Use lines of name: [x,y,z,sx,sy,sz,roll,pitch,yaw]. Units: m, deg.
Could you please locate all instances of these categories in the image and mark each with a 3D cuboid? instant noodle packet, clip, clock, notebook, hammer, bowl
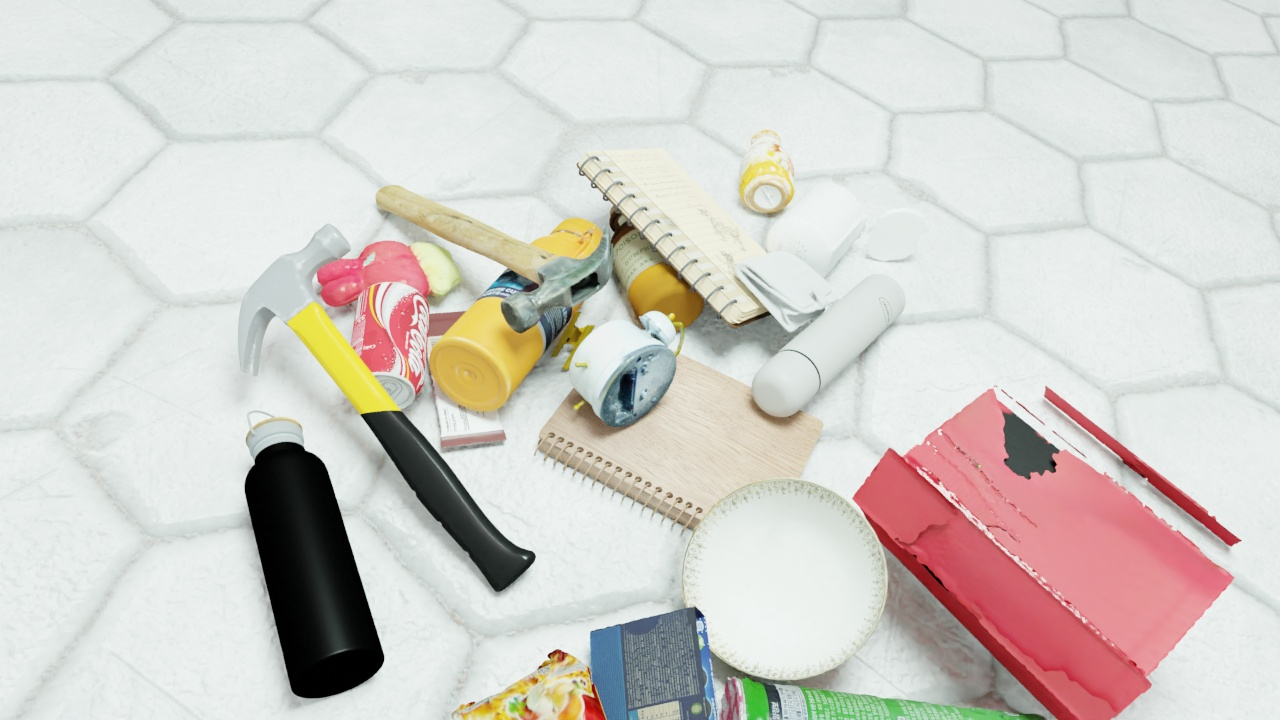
instant noodle packet: [-0.063,0.262,0.580,0.098,0.040,0.135,-23,54,-1]
clip: [-0.059,-0.021,0.854,0.044,0.054,0.049,26,22,-9]
clock: [-0.005,0.005,0.782,0.117,0.083,0.057,-27,51,-31]
notebook: [0.052,-0.129,0.910,0.225,0.024,0.167,48,31,13]
hammer: [-0.199,0.046,0.719,0.127,0.029,0.323,-40,79,-5]
notebook: [0.036,0.069,0.803,0.210,0.022,0.168,26,47,12]
bowl: [0.108,0.164,0.684,0.145,0.063,0.145,-5,70,14]
hammer: [-0.152,-0.116,0.848,0.132,0.033,0.331,-34,41,-28]

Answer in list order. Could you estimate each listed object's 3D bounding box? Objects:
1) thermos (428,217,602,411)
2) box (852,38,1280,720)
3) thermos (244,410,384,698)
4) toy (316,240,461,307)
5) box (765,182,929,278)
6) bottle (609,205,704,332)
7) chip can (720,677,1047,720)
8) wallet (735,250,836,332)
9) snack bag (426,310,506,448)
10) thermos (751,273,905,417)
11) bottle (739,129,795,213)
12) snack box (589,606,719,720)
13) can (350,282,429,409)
thermos: [-0.093,-0.052,0.836,0.091,0.076,0.231,4,36,24]
box: [0.259,0.061,0.527,0.141,0.512,0.215,-34,61,-17]
thermos: [-0.248,0.125,0.669,0.061,0.061,0.231,-15,53,-23]
toy: [-0.236,-0.080,0.865,0.135,0.045,0.091,-15,43,-30]
box: [0.222,-0.129,0.981,0.143,0.083,0.137,25,47,19]
bottle: [0.006,-0.103,0.919,0.067,0.068,0.156,-9,51,-19]
chip can: [0.168,0.263,0.619,0.223,0.076,0.075,9,47,-4]
wallet: [0.143,-0.075,0.884,0.086,0.032,0.116,43,29,8]
snack bag: [-0.161,0.013,0.819,0.057,0.013,0.157,-7,50,-18]
thermos: [0.181,-0.017,0.871,0.052,0.052,0.223,36,46,20]
bottle: [0.145,-0.220,1.055,0.063,0.063,0.108,8,48,-4]
snack box: [0.011,0.245,0.612,0.082,0.027,0.150,-17,48,14]
can: [-0.218,-0.013,0.795,0.064,0.064,0.104,2,50,-10]
